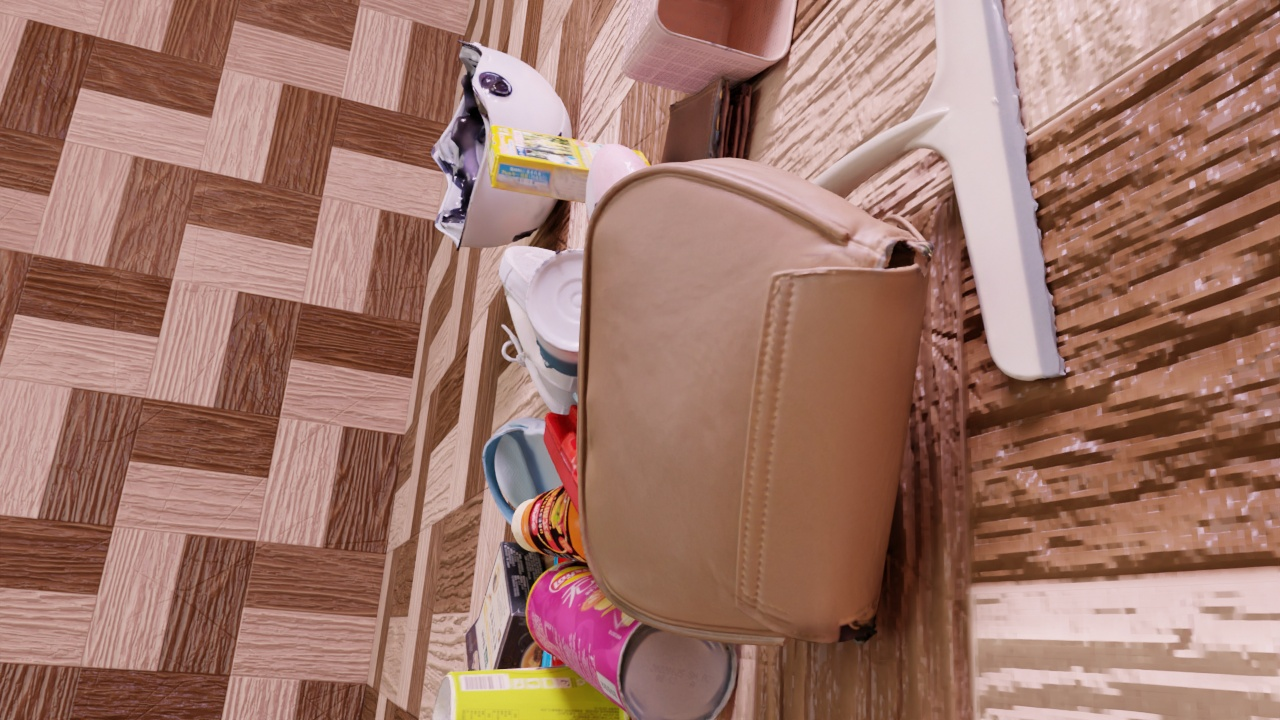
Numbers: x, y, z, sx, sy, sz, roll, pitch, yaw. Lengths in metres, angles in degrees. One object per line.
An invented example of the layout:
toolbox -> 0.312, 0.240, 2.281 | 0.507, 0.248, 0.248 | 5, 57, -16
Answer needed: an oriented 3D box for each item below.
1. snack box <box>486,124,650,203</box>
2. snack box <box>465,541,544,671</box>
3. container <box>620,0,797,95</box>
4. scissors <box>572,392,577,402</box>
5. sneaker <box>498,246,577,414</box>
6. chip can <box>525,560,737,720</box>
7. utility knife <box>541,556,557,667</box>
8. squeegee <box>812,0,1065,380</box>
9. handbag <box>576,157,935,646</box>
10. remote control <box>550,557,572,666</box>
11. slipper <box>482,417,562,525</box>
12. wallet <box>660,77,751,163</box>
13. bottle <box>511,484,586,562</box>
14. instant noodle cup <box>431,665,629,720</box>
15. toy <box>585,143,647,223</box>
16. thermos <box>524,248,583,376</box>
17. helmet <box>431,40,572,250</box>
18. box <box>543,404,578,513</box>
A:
snack box -> -0.059, -0.163, 0.780 | 0.086, 0.140, 0.034 | -112, 34, -58
snack box -> -0.132, 0.263, 0.906 | 0.113, 0.053, 0.126 | -117, 40, -61
container -> 0.041, -0.233, 0.612 | 0.111, 0.090, 0.090 | 180, 100, -74
scissors -> -0.027, 0.044, 0.725 | 0.137, 0.017, 0.084 | 62, 146, 39
sneaker -> -0.086, -0.029, 0.889 | 0.242, 0.089, 0.091 | -119, 38, -53
chip can -> -0.014, 0.174, 0.583 | 0.211, 0.071, 0.071 | 165, 114, -69
utility knife -> -0.074, 0.228, 0.811 | 0.034, 0.018, 0.159 | 136, 141, -61
squeegee -> 0.088, -0.068, 0.459 | 0.247, 0.039, 0.246 | 135, 141, -60
handbag -> 0.046, 0.019, 0.395 | 0.148, 0.099, 0.205 | 17, 112, 36
remote control -> -0.059, 0.216, 0.770 | 0.056, 0.020, 0.135 | 137, 140, -60
slipper -> -0.095, 0.105, 0.809 | 0.246, 0.074, 0.104 | -15, 93, 66
wallet -> 0.039, -0.137, 0.654 | 0.124, 0.032, 0.101 | -163, 81, -72
bottle -> -0.051, 0.118, 0.675 | 0.150, 0.066, 0.066 | -18, 62, 50
instant noodle cup -> -0.084, 0.267, 0.652 | 0.112, 0.123, 0.111 | -171, 91, -71
toy -> 0.003, -0.079, 0.639 | 0.159, 0.054, 0.121 | -126, 23, -44
thermos -> -0.044, -0.027, 0.656 | 0.220, 0.070, 0.070 | 124, 155, -84
helmet -> -0.160, -0.248, 1.117 | 0.230, 0.145, 0.258 | 115, 148, -41
box -> 0.003, 0.039, 0.566 | 0.201, 0.095, 0.102 | -138, 58, -70
